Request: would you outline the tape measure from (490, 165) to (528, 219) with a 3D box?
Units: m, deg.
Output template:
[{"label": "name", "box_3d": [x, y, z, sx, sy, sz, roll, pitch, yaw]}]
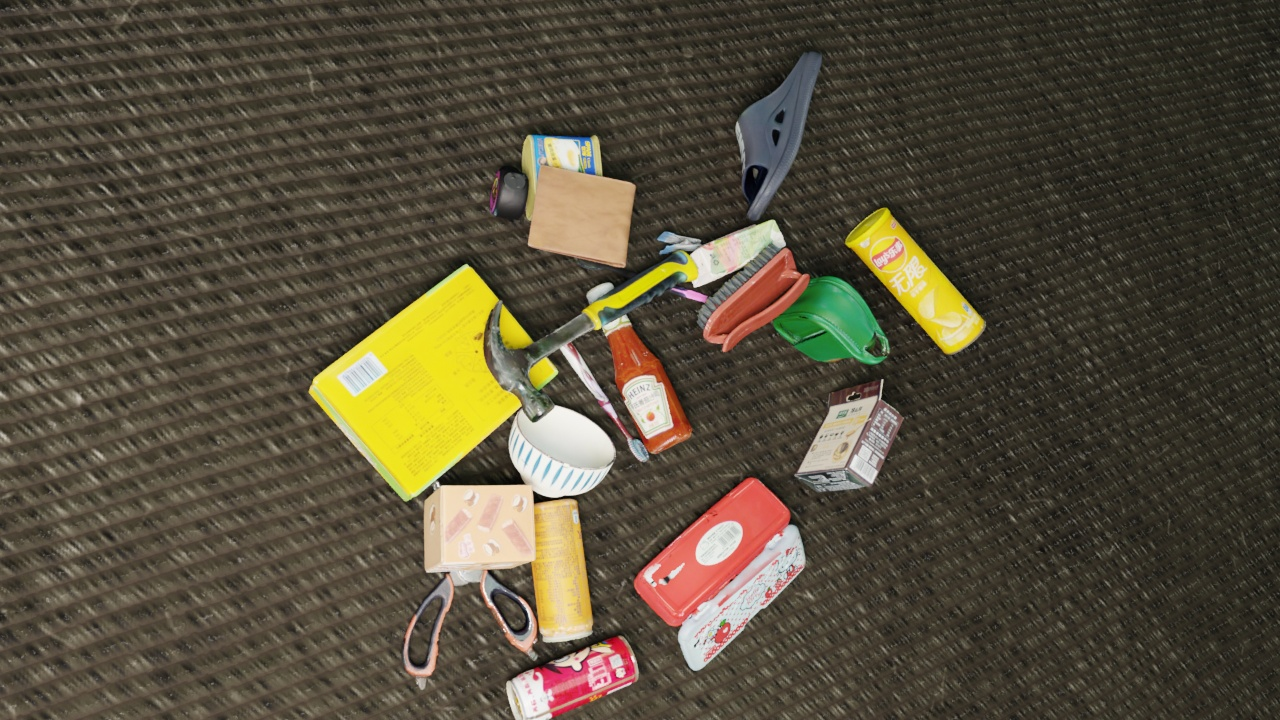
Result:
[{"label": "tape measure", "box_3d": [-0.149, -0.191, 1.055, 0.039, 0.057, 0.058, 9, 107, -20]}]

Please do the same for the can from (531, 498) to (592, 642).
[{"label": "can", "box_3d": [-0.088, 0.225, 0.992, 0.058, 0.058, 0.146, -5, 81, -23]}]

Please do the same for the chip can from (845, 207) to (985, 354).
[{"label": "chip can", "box_3d": [0.374, -0.107, 1.246, 0.213, 0.072, 0.072, 46, 66, -8]}]

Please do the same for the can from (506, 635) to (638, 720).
[{"label": "can", "box_3d": [-0.072, 0.341, 0.977, 0.132, 0.053, 0.053, -15, 85, -24]}]

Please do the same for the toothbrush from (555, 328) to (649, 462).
[{"label": "toothbrush", "box_3d": [-0.045, 0.041, 1.071, 0.016, 0.017, 0.187, -36, 94, -26]}]

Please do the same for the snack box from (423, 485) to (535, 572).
[{"label": "snack box", "box_3d": [-0.166, 0.172, 0.937, 0.094, 0.093, 0.077, 2, 73, -23]}]

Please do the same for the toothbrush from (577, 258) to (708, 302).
[{"label": "toothbrush", "box_3d": [0.008, -0.097, 1.127, 0.189, 0.018, 0.014, 16, 74, -22]}]

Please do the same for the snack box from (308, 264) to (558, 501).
[{"label": "snack box", "box_3d": [-0.217, 0.023, 0.975, 0.209, 0.070, 0.157, -42, 96, -24]}]

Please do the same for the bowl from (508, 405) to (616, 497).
[{"label": "bowl", "box_3d": [-0.092, 0.106, 0.999, 0.116, 0.116, 0.066, 19, 114, -18]}]

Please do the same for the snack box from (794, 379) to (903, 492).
[{"label": "snack box", "box_3d": [0.258, 0.096, 1.132, 0.053, 0.113, 0.125, 38, 68, -12]}]

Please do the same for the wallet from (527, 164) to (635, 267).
[{"label": "wallet", "box_3d": [-0.066, -0.165, 1.043, 0.115, 0.020, 0.101, 11, 75, -13]}]

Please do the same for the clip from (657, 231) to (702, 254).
[{"label": "clip", "box_3d": [0.051, -0.146, 1.147, 0.058, 0.027, 0.043, 1, 71, -23]}]

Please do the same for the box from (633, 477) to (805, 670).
[{"label": "box", "box_3d": [0.104, 0.247, 1.066, 0.200, 0.074, 0.154, -37, 98, -23]}]

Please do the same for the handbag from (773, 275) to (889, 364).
[{"label": "handbag", "box_3d": [0.239, -0.043, 1.146, 0.120, 0.131, 0.068, 39, 77, -15]}]

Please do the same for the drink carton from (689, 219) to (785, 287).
[{"label": "drink carton", "box_3d": [0.117, -0.137, 1.156, 0.122, 0.054, 0.045, -25, 89, -26]}]

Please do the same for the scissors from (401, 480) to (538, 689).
[{"label": "scissors", "box_3d": [-0.186, 0.238, 0.974, 0.188, 0.015, 0.225, -32, 91, -25]}]

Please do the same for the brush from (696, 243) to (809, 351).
[{"label": "brush", "box_3d": [0.136, -0.072, 1.124, 0.145, 0.063, 0.069, -41, 55, -5]}]

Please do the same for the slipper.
[{"label": "slipper", "box_3d": [0.165, -0.299, 1.192, 0.083, 0.111, 0.267, 21, 66, 0]}]

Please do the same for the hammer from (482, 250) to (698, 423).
[{"label": "hammer", "box_3d": [-0.046, -0.055, 1.026, 0.322, 0.032, 0.126, -35, 85, -41]}]

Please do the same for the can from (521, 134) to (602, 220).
[{"label": "can", "box_3d": [-0.093, -0.215, 1.084, 0.083, 0.057, 0.102, -2, 79, -20]}]

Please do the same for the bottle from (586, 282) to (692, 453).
[{"label": "bottle", "box_3d": [-0.006, 0.006, 1.073, 0.059, 0.060, 0.206, -22, 82, -25]}]
